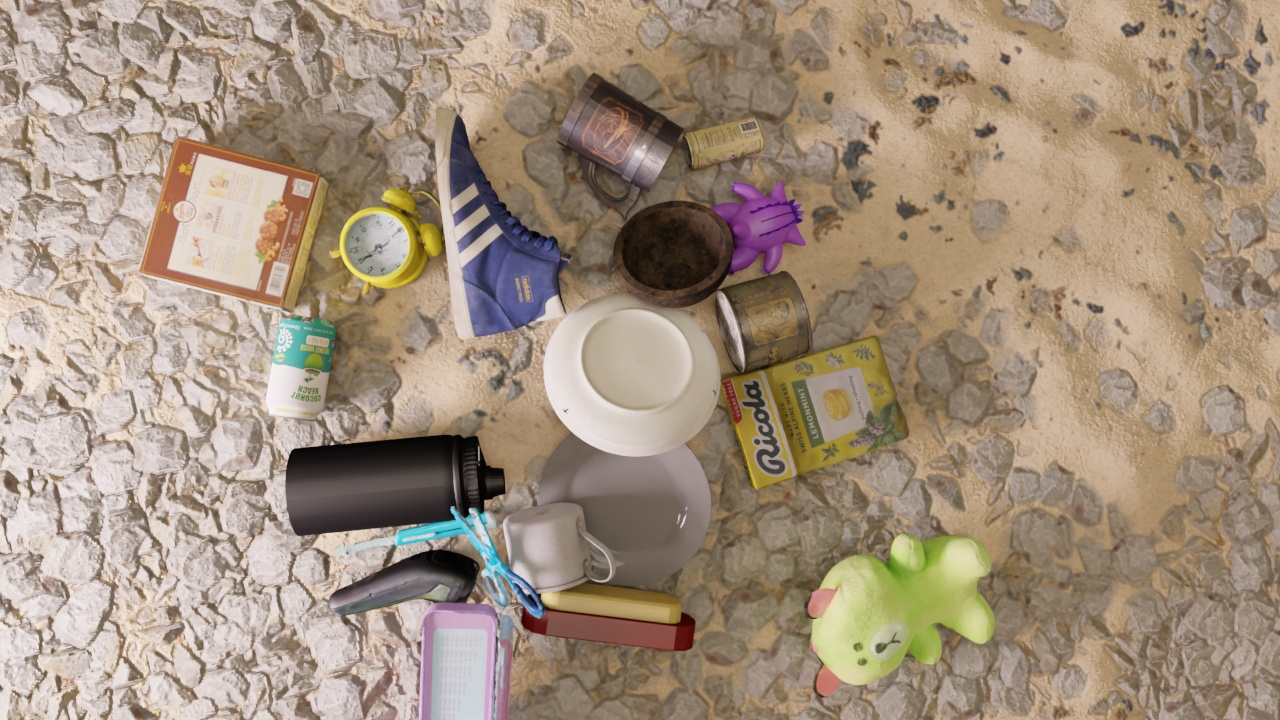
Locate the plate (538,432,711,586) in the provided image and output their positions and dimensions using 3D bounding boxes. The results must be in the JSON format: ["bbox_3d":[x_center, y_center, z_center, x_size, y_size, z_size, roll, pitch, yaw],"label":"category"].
[{"bbox_3d":[-0.016,0.145,0.943,0.178,0.012,0.178,1,99,7],"label":"plate"}]

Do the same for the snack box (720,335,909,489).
[{"bbox_3d":[0.185,0.052,0.966,0.181,0.045,0.121,-16,89,-6],"label":"snack box"}]

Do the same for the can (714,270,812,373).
[{"bbox_3d":[0.126,-0.040,0.942,0.074,0.090,0.090,-16,89,-6],"label":"can"}]

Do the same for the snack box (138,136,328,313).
[{"bbox_3d":[-0.406,-0.135,0.921,0.147,0.041,0.143,14,86,-5],"label":"snack box"}]

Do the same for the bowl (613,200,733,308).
[{"bbox_3d":[0.036,-0.100,0.947,0.121,0.056,0.121,-4,60,7],"label":"bowl"}]

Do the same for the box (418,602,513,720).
[{"bbox_3d":[-0.170,0.349,0.877,0.090,0.091,0.214,3,99,-6],"label":"box"}]

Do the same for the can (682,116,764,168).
[{"bbox_3d":[0.088,-0.231,0.973,0.079,0.038,0.038,-15,89,-6],"label":"can"}]

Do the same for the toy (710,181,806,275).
[{"bbox_3d":[0.126,-0.142,0.964,0.088,0.056,0.106,-20,88,-10],"label":"toy"}]

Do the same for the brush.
[{"bbox_3d":[-0.030,0.252,0.918,0.173,0.082,0.042,8,86,-5],"label":"brush"}]

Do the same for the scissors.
[{"bbox_3d":[-0.132,0.192,0.864,0.013,0.118,0.140,-35,127,-35],"label":"scissors"}]

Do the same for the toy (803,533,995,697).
[{"bbox_3d":[0.258,0.250,0.942,0.197,0.107,0.150,-13,112,3],"label":"toy"}]

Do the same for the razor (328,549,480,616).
[{"bbox_3d":[-0.235,0.232,0.920,0.151,0.054,0.067,-17,101,-1],"label":"razor"}]

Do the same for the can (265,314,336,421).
[{"bbox_3d":[-0.338,0.008,0.915,0.055,0.055,0.101,9,86,-5],"label":"can"}]

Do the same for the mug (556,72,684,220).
[{"bbox_3d":[-0.029,-0.218,0.950,0.107,0.079,0.116,29,113,-5],"label":"mug"}]

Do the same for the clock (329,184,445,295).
[{"bbox_3d":[-0.249,-0.123,0.927,0.119,0.057,0.083,-39,91,0],"label":"clock"}]

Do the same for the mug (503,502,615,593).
[{"bbox_3d":[-0.078,0.183,0.904,0.113,0.084,0.070,-6,96,25],"label":"mug"}]

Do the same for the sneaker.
[{"bbox_3d":[-0.133,-0.142,0.922,0.118,0.091,0.233,-5,89,-1],"label":"sneaker"}]

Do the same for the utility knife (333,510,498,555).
[{"bbox_3d":[-0.230,0.180,0.938,0.167,0.015,0.022,-13,118,-4],"label":"utility knife"}]

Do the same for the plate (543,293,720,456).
[{"bbox_3d":[-0.005,0.005,0.924,0.182,0.034,0.182,3,65,-7],"label":"plate"}]

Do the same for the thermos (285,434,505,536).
[{"bbox_3d":[-0.235,0.120,0.903,0.198,0.086,0.086,-5,88,-6],"label":"thermos"}]
